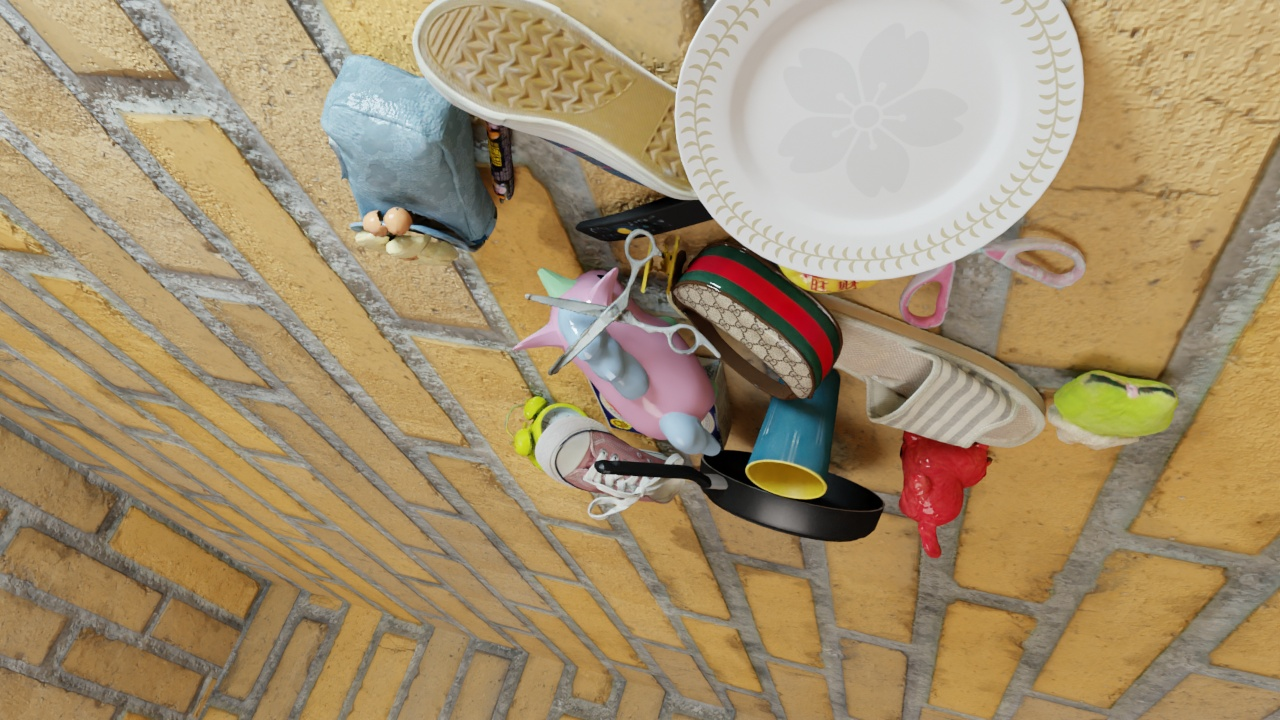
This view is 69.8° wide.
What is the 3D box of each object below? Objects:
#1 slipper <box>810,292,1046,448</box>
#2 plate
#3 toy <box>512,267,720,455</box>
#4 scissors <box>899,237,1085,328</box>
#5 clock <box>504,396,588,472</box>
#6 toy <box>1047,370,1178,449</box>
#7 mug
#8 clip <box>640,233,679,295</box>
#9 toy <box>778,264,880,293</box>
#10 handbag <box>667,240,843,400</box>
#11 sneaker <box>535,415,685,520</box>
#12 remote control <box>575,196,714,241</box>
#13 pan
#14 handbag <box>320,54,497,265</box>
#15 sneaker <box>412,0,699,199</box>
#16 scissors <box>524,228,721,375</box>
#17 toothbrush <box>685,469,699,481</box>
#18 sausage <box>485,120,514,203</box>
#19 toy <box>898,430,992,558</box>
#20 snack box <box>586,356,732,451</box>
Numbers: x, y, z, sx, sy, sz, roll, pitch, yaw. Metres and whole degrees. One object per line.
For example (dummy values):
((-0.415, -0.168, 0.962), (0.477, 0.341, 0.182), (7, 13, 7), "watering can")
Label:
((0.241, 0.016, 0.833), (0.272, 0.053, 0.115), (27, 145, -8), "slipper")
((0.143, -0.151, 0.573), (0.242, 0.016, 0.243), (6, 134, 6), "plate")
((-0.005, 0.005, 0.846), (0.120, 0.170, 0.222), (-36, 85, 18), "toy")
((0.250, -0.076, 0.667), (0.168, 0.014, 0.171), (-1, 146, 7), "scissors")
((-0.115, 0.094, 1.160), (0.119, 0.083, 0.057), (21, 147, -9), "clock")
((0.401, 0.047, 0.793), (0.092, 0.043, 0.118), (11, 154, 10), "toy")
((0.155, 0.064, 0.894), (0.078, 0.121, 0.078), (16, 152, 8), "mug")
((0.019, -0.085, 0.789), (0.045, 0.048, 0.054), (22, 116, 27), "clip")
((0.146, -0.091, 0.692), (0.106, 0.067, 0.137), (-8, 151, 30), "toy")
((0.091, -0.029, 0.806), (0.166, 0.063, 0.139), (37, 154, 6), "handbag")
((-0.023, 0.140, 1.121), (0.240, 0.118, 0.088), (23, -167, -43), "sneaker")
((0.010, -0.120, 0.762), (0.152, 0.020, 0.041), (-8, 163, 42), "remote control")
((0.101, 0.136, 0.966), (0.355, 0.044, 0.204), (8, -172, -35), "pan")
((-0.189, -0.144, 0.745), (0.122, 0.118, 0.192), (17, 157, 5), "handbag")
((-0.043, -0.183, 0.648), (0.235, 0.087, 0.079), (24, -178, -7), "sneaker")
((-0.009, -0.035, 0.762), (0.175, 0.141, 0.014), (24, -175, -14), "scissors")
((0.052, 0.154, 1.231), (0.136, 0.016, 0.021), (-4, 143, 38), "toothbrush")
((-0.115, -0.177, 0.742), (0.020, 0.020, 0.155), (17, 152, 5), "sausage")
((0.309, 0.130, 0.919), (0.094, 0.132, 0.088), (3, 160, 10), "toy")
((0.023, 0.040, 1.018), (0.145, 0.042, 0.144), (10, 152, 17), "snack box")
